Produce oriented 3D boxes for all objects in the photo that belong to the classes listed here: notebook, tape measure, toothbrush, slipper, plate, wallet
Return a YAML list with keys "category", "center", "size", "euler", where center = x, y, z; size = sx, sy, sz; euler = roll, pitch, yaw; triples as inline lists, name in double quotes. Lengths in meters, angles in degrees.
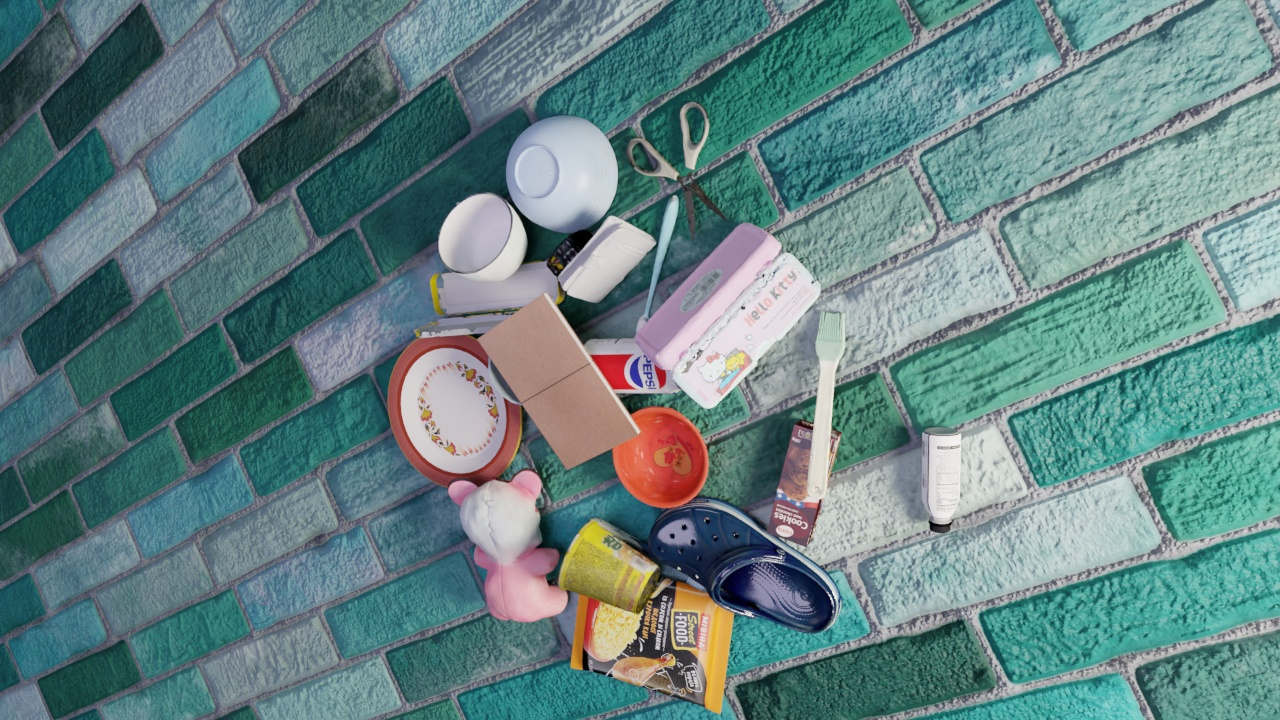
- category: "notebook"
  center: [-0.106, 0.031, 1.164]
  size: [0.142, 0.008, 0.209]
  euler: [-29, 98, 39]
- category: "tape measure"
  center: [-0.084, -0.137, 1.163]
  size: [0.063, 0.067, 0.038]
  euler: [-45, 77, 25]
- category: "toothbrush"
  center: [0.022, -0.118, 1.147]
  size: [0.016, 0.016, 0.181]
  euler: [18, 105, 13]
- category: "slipper"
  center: [0.123, 0.253, 1.120]
  size: [0.253, 0.095, 0.105]
  euler: [24, 111, 16]
- category: "toothbrush"
  center: [0.009, 0.253, 1.209]
  size: [0.189, 0.016, 0.017]
  euler: [25, 112, 23]
- category: "plate"
  center: [-0.263, 0.070, 1.307]
  size: [0.230, 0.021, 0.230]
  euler: [4, 100, 24]
- category: "wallet"
  center: [-0.040, -0.120, 1.139]
  size: [0.116, 0.086, 0.032]
  euler: [-48, 53, 25]

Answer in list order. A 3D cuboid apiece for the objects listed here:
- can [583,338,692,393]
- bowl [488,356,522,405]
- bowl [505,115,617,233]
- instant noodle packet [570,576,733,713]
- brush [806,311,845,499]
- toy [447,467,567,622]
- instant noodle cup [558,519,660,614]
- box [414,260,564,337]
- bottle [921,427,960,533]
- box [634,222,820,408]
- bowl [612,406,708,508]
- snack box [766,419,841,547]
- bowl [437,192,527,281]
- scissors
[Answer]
- category: "can"
  center: [-0.007, 0.007, 1.150]
  size: [0.132, 0.070, 0.070]
  euler: [-1, 98, 25]
- category: "bowl"
  center: [-0.147, 0.005, 1.225]
  size: [0.106, 0.039, 0.106]
  euler: [1, 97, 9]
- category: "bowl"
  center: [-0.111, -0.235, 1.156]
  size: [0.151, 0.074, 0.150]
  euler: [5, 101, 24]
- category: "instant noodle packet"
  center: [0.013, 0.360, 1.219]
  size: [0.221, 0.032, 0.160]
  euler: [9, 95, 24]
- category: "brush"
  center: [0.212, 0.052, 1.060]
  size: [0.033, 0.012, 0.217]
  euler: [5, 86, 27]
- category: "toy"
  center: [-0.182, 0.256, 1.267]
  size: [0.142, 0.084, 0.213]
  euler: [-7, 99, 26]
- category: "instant noodle cup"
  center: [-0.037, 0.272, 1.184]
  size: [0.108, 0.102, 0.102]
  euler: [23, 107, 17]
- category: "box"
  center: [-0.208, -0.081, 1.225]
  size: [0.211, 0.079, 0.084]
  euler: [-3, 101, 25]
- category: "bottle"
  center: [0.336, 0.135, 1.027]
  size: [0.041, 0.041, 0.116]
  euler: [2, 100, 25]
- category: "box"
  center: [0.103, -0.052, 1.078]
  size: [0.201, 0.103, 0.101]
  euler: [-47, 34, 0]
- category: "bowl"
  center: [0.032, 0.118, 1.164]
  size: [0.131, 0.045, 0.130]
  euler: [4, 101, 24]
- category: "snack box"
  center: [0.196, 0.147, 1.100]
  size: [0.051, 0.031, 0.141]
  euler: [18, 106, 21]
- category: "bowl"
  center: [-0.200, -0.154, 1.200]
  size: [0.116, 0.065, 0.116]
  euler: [-9, 69, 23]
- category: "scissors"
  center: [0.049, -0.233, 1.111]
  size: [0.169, 0.012, 0.158]
  euler: [22, 104, 24]
